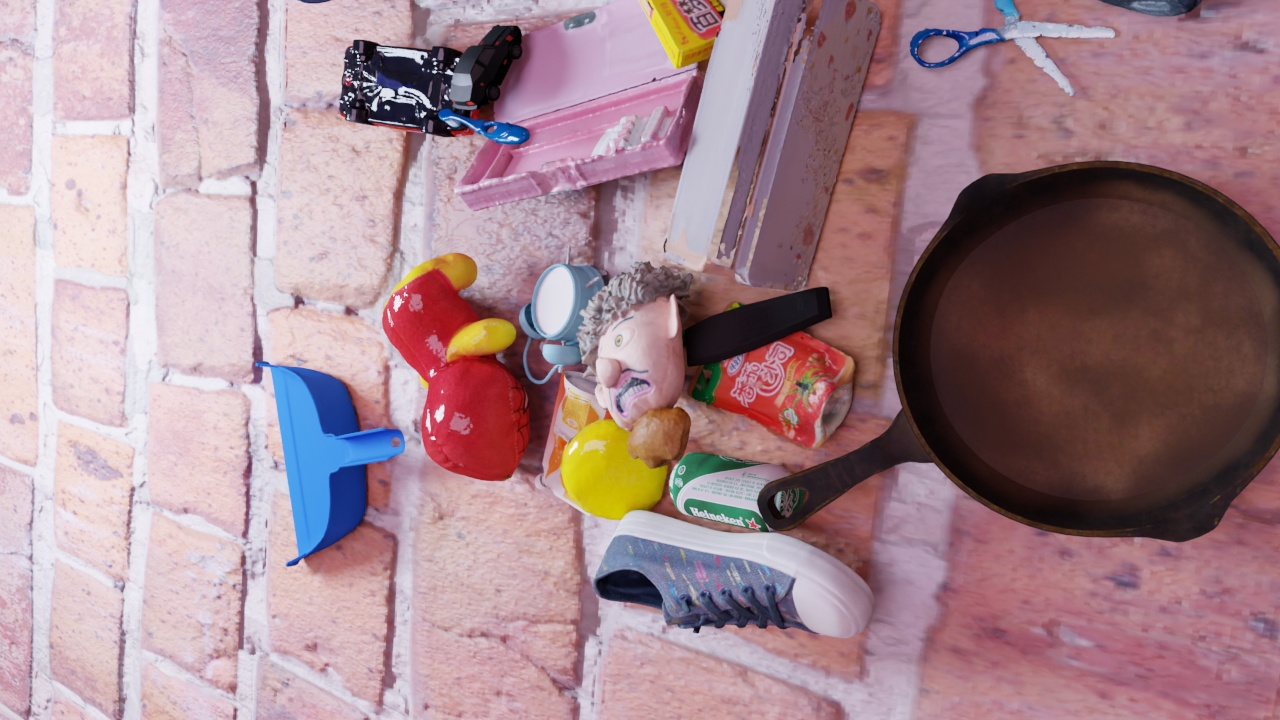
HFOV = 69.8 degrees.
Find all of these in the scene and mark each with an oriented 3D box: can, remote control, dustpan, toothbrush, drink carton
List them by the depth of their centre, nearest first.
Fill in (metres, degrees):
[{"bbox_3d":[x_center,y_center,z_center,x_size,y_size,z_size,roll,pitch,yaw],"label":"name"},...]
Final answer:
[{"bbox_3d":[0.088,-0.027,0.709,0.125,0.010,0.039,-19,59,30],"label":"remote control"},{"bbox_3d":[0.074,0.104,0.726,0.101,0.053,0.053,6,97,35],"label":"can"},{"bbox_3d":[-0.138,-0.206,0.811,0.132,0.016,0.021,25,81,40],"label":"toothbrush"},{"bbox_3d":[-0.059,0.076,0.832,0.069,0.038,0.122,27,114,30],"label":"drink carton"},{"bbox_3d":[-0.338,0.102,1.011,0.258,0.059,0.245,-11,87,33],"label":"dustpan"}]

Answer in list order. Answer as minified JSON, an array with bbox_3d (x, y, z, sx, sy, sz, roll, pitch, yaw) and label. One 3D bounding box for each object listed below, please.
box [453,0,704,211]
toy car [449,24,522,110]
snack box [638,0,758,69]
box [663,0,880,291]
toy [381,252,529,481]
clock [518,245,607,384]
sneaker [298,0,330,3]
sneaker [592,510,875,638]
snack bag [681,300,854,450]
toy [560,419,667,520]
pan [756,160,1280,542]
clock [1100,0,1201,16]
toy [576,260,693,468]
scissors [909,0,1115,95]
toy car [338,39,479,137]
[{"bbox_3d":[-0.048,-0.220,0.796,0.233,0.059,0.179,-3,67,36],"label":"box"},{"bbox_3d":[-0.142,-0.269,0.830,0.042,0.036,0.091,20,81,42],"label":"toy car"},{"bbox_3d":[0.030,-0.306,0.719,0.075,0.025,0.152,-23,76,-10],"label":"snack box"},{"bbox_3d":[0.085,-0.167,0.677,0.107,0.094,0.216,22,105,33],"label":"box"},{"bbox_3d":[-0.173,0.015,0.863,0.148,0.098,0.216,-42,67,56],"label":"toy"},{"bbox_3d":[-0.072,-0.034,0.822,0.087,0.042,0.123,48,118,42],"label":"clock"},{"bbox_3d":[-0.256,-0.392,0.882,0.242,0.116,0.091,-17,74,28],"label":"sneaker"},{"bbox_3d":[0.062,0.180,0.708,0.236,0.079,0.087,5,131,39],"label":"sneaker"},{"bbox_3d":[0.091,0.007,0.722,0.155,0.044,0.087,27,95,37],"label":"snack bag"},{"bbox_3d":[-0.023,0.095,0.790,0.094,0.041,0.096,33,112,-4],"label":"toy"},{"bbox_3d":[0.230,0.025,0.605,0.357,0.043,0.248,-34,75,27],"label":"pan"},{"bbox_3d":[0.269,-0.263,0.530,0.162,0.118,0.060,39,103,19],"label":"clock"},{"bbox_3d":[-0.004,0.004,0.734,0.133,0.076,0.175,-51,45,44],"label":"toy"},{"bbox_3d":[0.241,-0.214,0.616,0.110,0.015,0.132,-43,74,25],"label":"scissors"},{"bbox_3d":[-0.230,-0.269,0.909,0.190,0.056,0.081,16,103,32],"label":"toy car"}]
